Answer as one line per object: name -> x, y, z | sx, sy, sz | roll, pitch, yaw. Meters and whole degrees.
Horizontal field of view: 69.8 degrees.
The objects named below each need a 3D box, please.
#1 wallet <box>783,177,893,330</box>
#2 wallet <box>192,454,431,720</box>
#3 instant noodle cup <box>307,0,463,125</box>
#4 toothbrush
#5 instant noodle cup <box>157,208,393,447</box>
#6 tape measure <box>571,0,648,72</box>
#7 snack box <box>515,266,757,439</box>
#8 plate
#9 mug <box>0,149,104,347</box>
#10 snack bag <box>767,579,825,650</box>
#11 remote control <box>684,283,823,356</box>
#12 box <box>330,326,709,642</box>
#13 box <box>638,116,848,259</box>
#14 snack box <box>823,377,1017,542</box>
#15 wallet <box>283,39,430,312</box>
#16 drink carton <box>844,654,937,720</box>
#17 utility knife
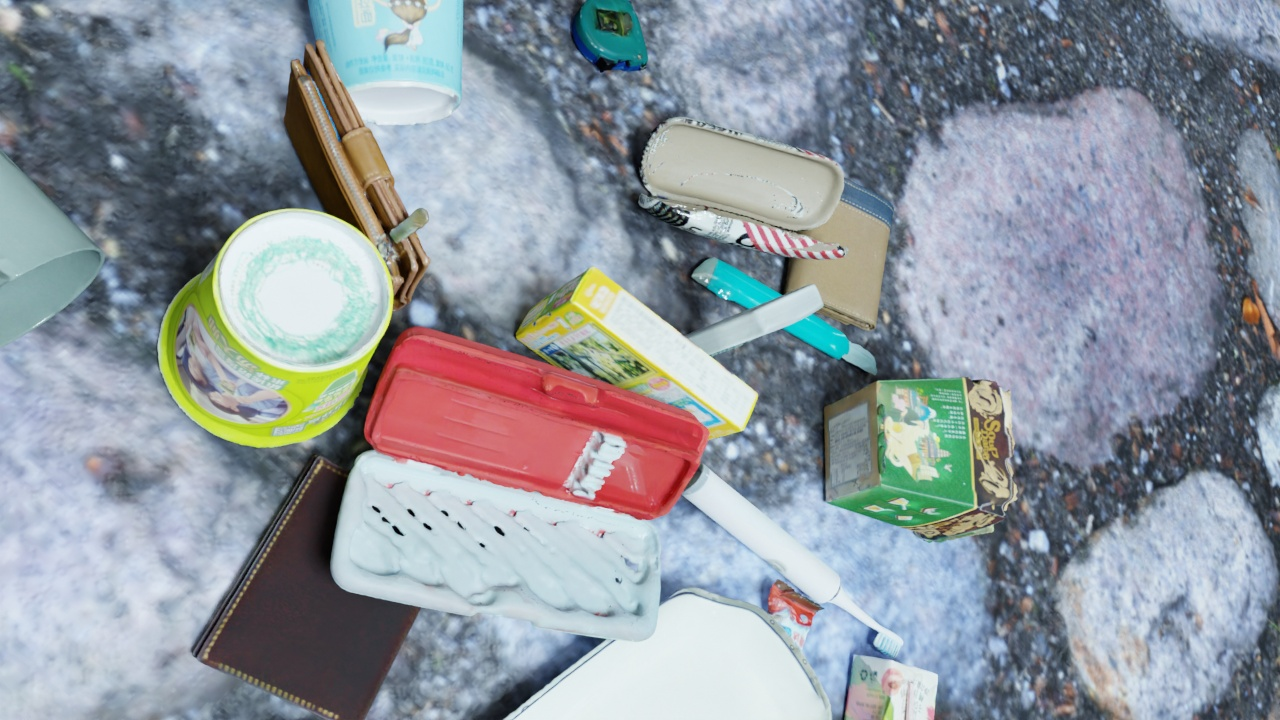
wallet -> 0.163, -0.090, 0.748 | 0.090, 0.033, 0.115 | 20, 69, -22
wallet -> -0.168, 0.126, 0.505 | 0.096, 0.020, 0.122 | 32, 64, -16
instant noodle cup -> -0.151, -0.211, 0.556 | 0.111, 0.111, 0.120 | -5, 87, -31
toothbrush -> 0.115, 0.148, 0.661 | 0.221, 0.027, 0.026 | 40, 72, -16
instant noodle cup -> -0.181, -0.019, 0.471 | 0.111, 0.124, 0.111 | 8, 73, -29
tape measure -> -0.022, -0.244, 0.682 | 0.054, 0.025, 0.058 | -11, 82, -33
snack box -> -0.004, 0.003, 0.592 | 0.140, 0.087, 0.033 | 35, 62, -18
plate -> 0.000, 0.252, 0.543 | 0.265, 0.034, 0.162 | -31, 80, -30
mug -> -0.317, -0.065, 0.407 | 0.083, 0.124, 0.103 | -42, 98, -14
snack bag -> 0.093, 0.207, 0.632 | 0.045, 0.026, 0.105 | 33, 65, -23
remote control -> 0.059, -0.018, 0.605 | 0.056, 0.135, 0.019 | -24, 92, -34
box -> -0.065, 0.075, 0.534 | 0.201, 0.069, 0.157 | 18, 84, -25
box -> 0.080, -0.125, 0.673 | 0.162, 0.075, 0.086 | 9, 97, -16
snack box -> 0.200, 0.068, 0.692 | 0.105, 0.118, 0.118 | 10, 70, -16
wallet -> -0.159, -0.096, 0.508 | 0.035, 0.119, 0.130 | -26, 92, -27
drink carton -> 0.175, 0.277, 0.651 | 0.053, 0.046, 0.122 | 24, 67, -25
utility knife -> 0.117, -0.032, 0.716 | 0.185, 0.013, 0.029 | 27, 68, -21
